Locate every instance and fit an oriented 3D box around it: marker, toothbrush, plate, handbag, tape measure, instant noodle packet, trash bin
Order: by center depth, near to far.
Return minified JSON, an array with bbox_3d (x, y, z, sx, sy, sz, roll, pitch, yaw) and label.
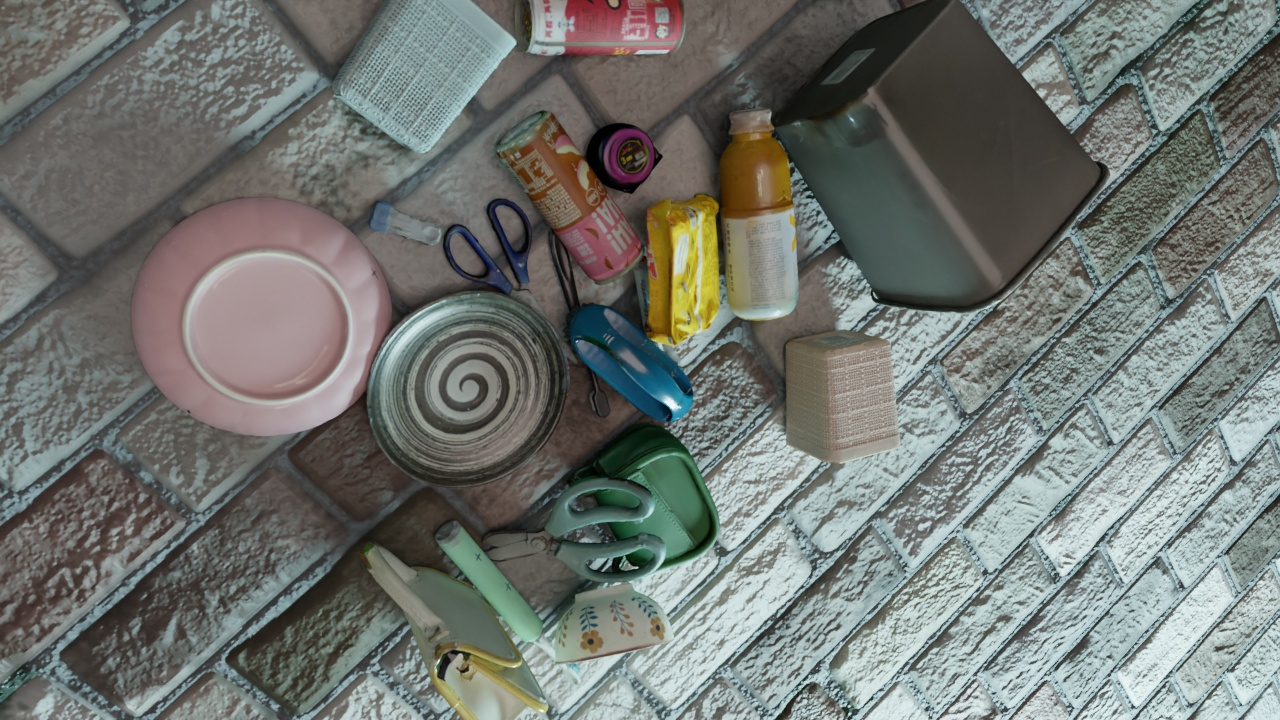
[{"bbox_3d":[-0.289,-0.028,0.714,0.192,0.039,0.192,-6,106,-23],"label":"plate"},{"bbox_3d":[-0.161,0.220,0.765,0.063,0.163,0.179,-41,115,-12],"label":"handbag"},{"bbox_3d":[-0.147,0.024,0.795,0.179,0.024,0.179,-8,110,-24],"label":"plate"},{"bbox_3d":[-0.017,-0.177,0.797,0.058,0.039,0.057,40,85,-32],"label":"tape measure"},{"bbox_3d":[0.037,-0.084,0.821,0.110,0.044,0.128,-30,123,-60],"label":"instant noodle packet"},{"bbox_3d":[-0.057,-0.032,0.831,0.015,0.018,0.181,-21,108,-21],"label":"toothbrush"},{"bbox_3d":[0.257,-0.187,0.841,0.199,0.199,0.220,-47,109,-9],"label":"trash bin"},{"bbox_3d":[0.011,-0.026,0.860,0.017,0.017,0.145,-16,109,-20],"label":"marker"},{"bbox_3d":[-0.118,0.235,0.864,0.026,0.027,0.224,-24,116,20],"label":"toothbrush"},{"bbox_3d":[0.005,0.134,0.876,0.120,0.068,0.131,-27,114,-6],"label":"handbag"}]

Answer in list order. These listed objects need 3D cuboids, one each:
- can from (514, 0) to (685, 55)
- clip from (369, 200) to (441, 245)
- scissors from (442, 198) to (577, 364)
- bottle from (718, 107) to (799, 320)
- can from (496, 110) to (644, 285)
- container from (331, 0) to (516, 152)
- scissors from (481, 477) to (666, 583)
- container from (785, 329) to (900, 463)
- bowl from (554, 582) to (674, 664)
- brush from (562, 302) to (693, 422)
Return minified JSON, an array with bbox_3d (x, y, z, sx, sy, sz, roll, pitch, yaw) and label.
[{"bbox_3d":[-0.033,-0.280,0.755,0.132,0.053,0.053,-8,106,-22],"label":"can"},{"bbox_3d":[-0.191,-0.109,0.748,0.057,0.032,0.025,20,92,-23],"label":"clip"},{"bbox_3d":[-0.113,-0.054,0.801,0.132,0.012,0.173,-7,107,-24],"label":"scissors"},{"bbox_3d":[0.108,-0.134,0.846,0.068,0.068,0.190,-13,108,-21],"label":"bottle"},{"bbox_3d":[-0.058,-0.136,0.778,0.058,0.058,0.147,-41,116,-9],"label":"can"},{"bbox_3d":[-0.168,-0.224,0.691,0.090,0.090,0.111,36,90,-26],"label":"container"},{"bbox_3d":[-0.066,0.149,0.833,0.180,0.019,0.143,1,117,4],"label":"scissors"},{"bbox_3d":[0.200,0.032,0.919,0.090,0.090,0.111,-11,105,-21],"label":"container"},{"bbox_3d":[-0.029,0.247,0.872,0.113,0.114,0.062,-5,73,-23],"label":"bowl"},{"bbox_3d":[-0.005,0.005,0.813,0.144,0.073,0.055,43,84,-25],"label":"brush"}]
